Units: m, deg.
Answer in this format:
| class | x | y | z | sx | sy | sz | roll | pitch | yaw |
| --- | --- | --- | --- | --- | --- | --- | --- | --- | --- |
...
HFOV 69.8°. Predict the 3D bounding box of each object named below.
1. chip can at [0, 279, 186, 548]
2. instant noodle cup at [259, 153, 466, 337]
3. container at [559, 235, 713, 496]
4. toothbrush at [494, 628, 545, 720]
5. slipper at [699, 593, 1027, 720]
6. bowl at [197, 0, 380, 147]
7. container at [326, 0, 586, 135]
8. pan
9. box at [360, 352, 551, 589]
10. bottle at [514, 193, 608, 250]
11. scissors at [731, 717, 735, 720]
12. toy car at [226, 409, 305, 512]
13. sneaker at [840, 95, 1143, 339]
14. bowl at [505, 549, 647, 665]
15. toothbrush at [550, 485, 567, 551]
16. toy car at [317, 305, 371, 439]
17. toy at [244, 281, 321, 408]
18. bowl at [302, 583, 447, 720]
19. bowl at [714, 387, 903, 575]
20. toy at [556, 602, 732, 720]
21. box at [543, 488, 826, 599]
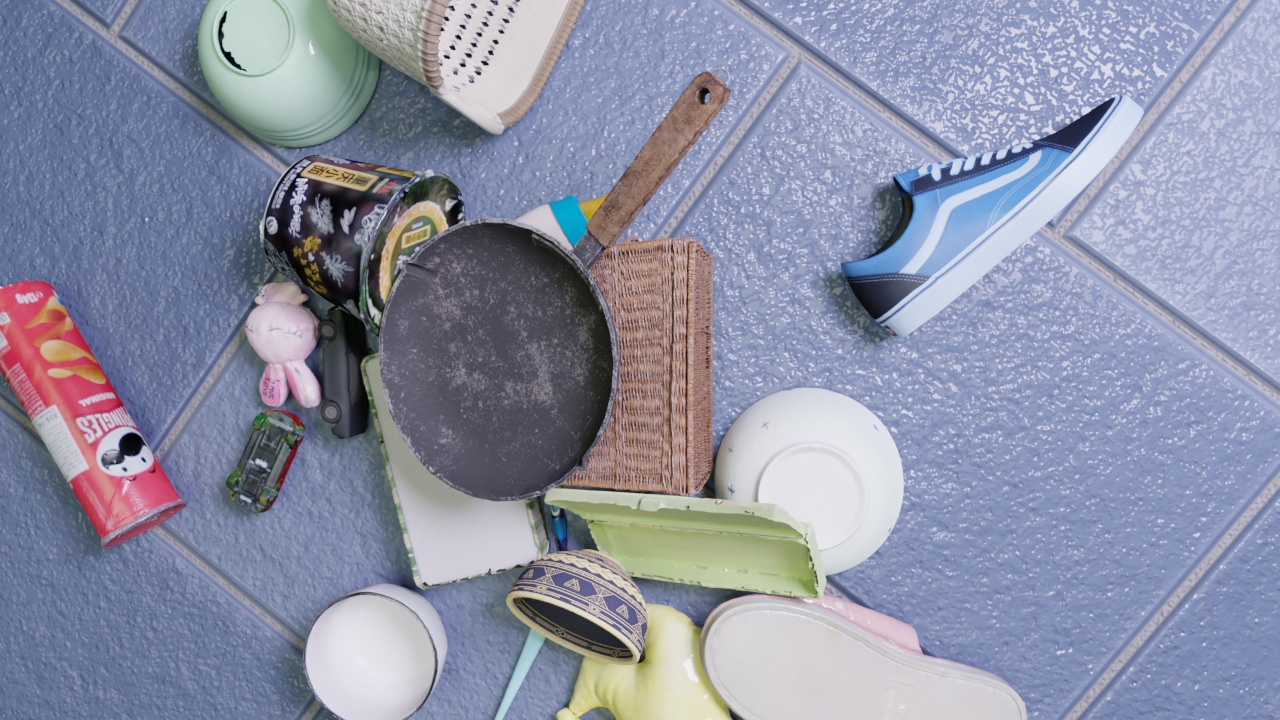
| class | x | y | z | sx | sy | sz | roll | pitch | yaw |
| --- | --- | --- | --- | --- | --- | --- | --- | --- | --- |
| chip can | -0.489 | 0.044 | 0.796 | 0.073 | 0.073 | 0.233 | -32 | 88 | 8 |
| instant noodle cup | -0.222 | -0.099 | 0.731 | 0.112 | 0.137 | 0.137 | 21 | 96 | 16 |
| container | -0.005 | 0.004 | 0.712 | 0.113 | 0.113 | 0.198 | -1 | 92 | 12 |
| toothbrush | -0.109 | 0.280 | 0.791 | 0.016 | 0.016 | 0.181 | 25 | 95 | 7 |
| slipper | 0.175 | 0.256 | 0.732 | 0.274 | 0.054 | 0.114 | 21 | 92 | -6 |
| bowl | -0.299 | -0.257 | 0.752 | 0.151 | 0.077 | 0.151 | 0 | 92 | 7 |
| container | -0.118 | -0.309 | 0.680 | 0.143 | 0.184 | 0.246 | 27 | 95 | 15 |
| pan | -0.053 | -0.054 | 0.640 | 0.207 | 0.040 | 0.358 | 48 | 111 | 15 |
| box | -0.152 | 0.081 | 0.769 | 0.118 | 0.050 | 0.205 | -15 | 92 | 5 |
| bottle | -0.083 | -0.096 | 0.747 | 0.146 | 0.051 | 0.051 | -29 | 89 | 8 |
| scissors | 0.120 | 0.332 | 0.764 | 0.095 | 0.014 | 0.170 | -29 | 92 | 16 |
| toy car | -0.322 | 0.086 | 0.795 | 0.042 | 0.036 | 0.091 | 24 | 97 | 6 |
| sneaker | 0.254 | -0.129 | 0.689 | 0.241 | 0.083 | 0.098 | -42 | 88 | 10 |
| bowl | -0.042 | 0.186 | 0.724 | 0.112 | 0.113 | 0.061 | 23 | 60 | 5 |
| toothbrush | -0.071 | 0.130 | 0.775 | 0.016 | 0.017 | 0.189 | -8 | 93 | 11 |
| toy car | -0.247 | 0.010 | 0.776 | 0.034 | 0.046 | 0.112 | 0 | 95 | 8 |
| toy | -0.304 | -0.012 | 0.783 | 0.064 | 0.047 | 0.110 | -5 | 96 | 16 |
| bowl | -0.216 | 0.242 | 0.776 | 0.116 | 0.065 | 0.116 | 0 | 94 | 7 |
| bowl | 0.132 | 0.100 | 0.721 | 0.153 | 0.072 | 0.153 | 1 | 94 | 9 |
| toy | 0.010 | 0.289 | 0.751 | 0.155 | 0.064 | 0.170 | 23 | 93 | 25 |
| box | 0.036 | 0.129 | 0.691 | 0.188 | 0.141 | 0.043 | -1 | 55 | 29 |
